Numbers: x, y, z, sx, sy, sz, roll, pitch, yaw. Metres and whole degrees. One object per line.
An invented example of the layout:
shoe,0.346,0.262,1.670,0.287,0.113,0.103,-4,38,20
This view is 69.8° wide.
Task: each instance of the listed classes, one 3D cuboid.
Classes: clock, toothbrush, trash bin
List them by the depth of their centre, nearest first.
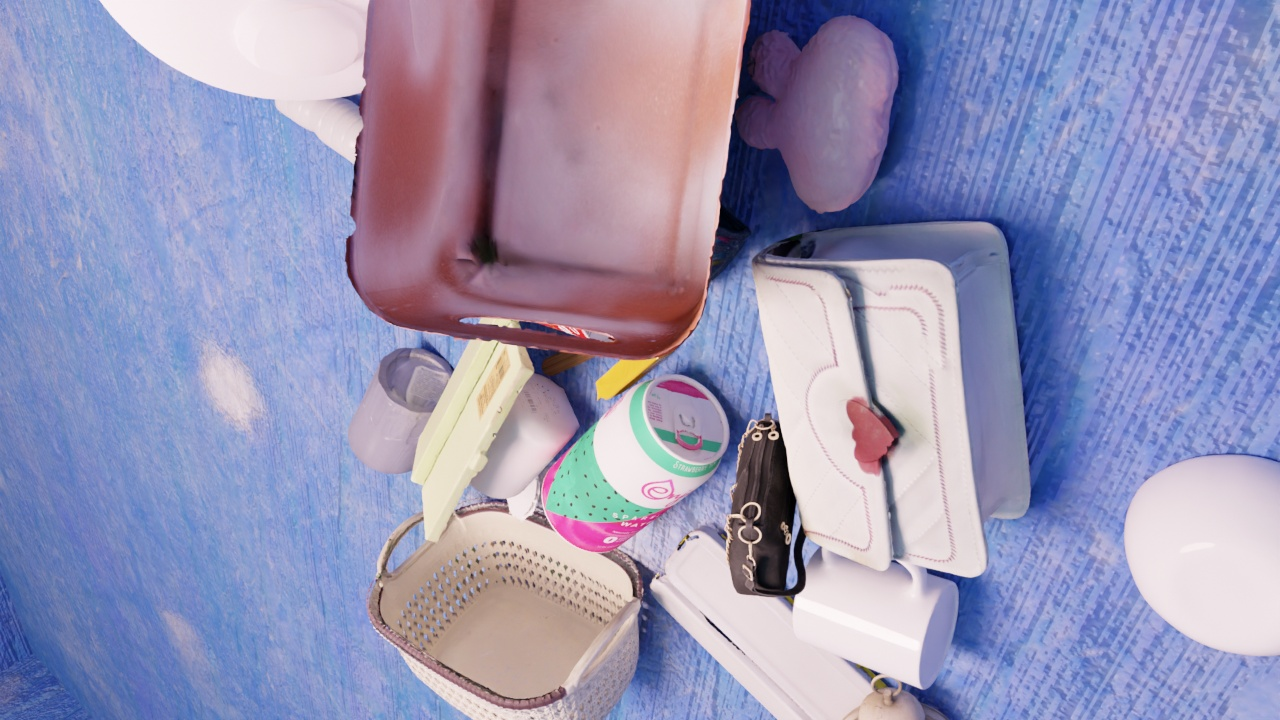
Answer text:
trash bin,-0.037,-0.142,0.500,0.181,0.157,0.260,8,99,5
clock,0.187,0.285,0.668,0.093,0.054,0.141,-8,114,14
toothbrush,-0.029,-0.014,0.736,0.167,0.016,0.016,-22,97,45

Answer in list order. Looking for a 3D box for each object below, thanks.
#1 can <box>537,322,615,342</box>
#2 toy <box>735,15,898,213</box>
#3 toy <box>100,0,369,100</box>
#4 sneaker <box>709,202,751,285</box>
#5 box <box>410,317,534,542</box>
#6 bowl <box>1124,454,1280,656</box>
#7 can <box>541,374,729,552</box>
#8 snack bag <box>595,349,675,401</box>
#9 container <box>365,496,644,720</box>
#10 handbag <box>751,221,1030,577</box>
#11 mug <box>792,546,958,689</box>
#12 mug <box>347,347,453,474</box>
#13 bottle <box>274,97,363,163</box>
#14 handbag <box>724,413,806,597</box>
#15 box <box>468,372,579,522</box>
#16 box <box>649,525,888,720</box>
can,-0.065,-0.069,0.685,0.116,0.086,0.087,18,124,32
toy,0.099,-0.147,0.532,0.105,0.053,0.108,34,132,36
toy,-0.234,-0.311,0.575,0.280,0.265,0.264,64,147,28
sneaker,-0.015,-0.147,0.607,0.079,0.087,0.235,-34,91,34
box,-0.143,0.041,0.762,0.030,0.138,0.188,21,117,-23
bowl,0.317,0.112,0.489,0.115,0.050,0.115,20,125,31
can,-0.007,0.083,0.719,0.088,0.088,0.166,51,135,6
snack bag,-0.004,0.004,0.718,0.099,0.026,0.020,-40,79,46
container,-0.117,0.243,0.844,0.252,0.184,0.143,17,132,32
handbag,0.145,0.022,0.553,0.142,0.095,0.199,3,116,40
mug,0.160,0.160,0.627,0.091,0.073,0.111,13,130,35
mug,-0.213,0.059,0.896,0.124,0.083,0.104,30,132,-7
bottle,-0.264,-0.208,0.806,0.136,0.044,0.044,35,131,20
handbag,0.087,0.097,0.628,0.054,0.128,0.079,1,133,16
box,-0.116,0.085,0.813,0.166,0.094,0.084,-47,59,34
box,0.098,0.237,0.756,0.210,0.045,0.128,41,136,14
